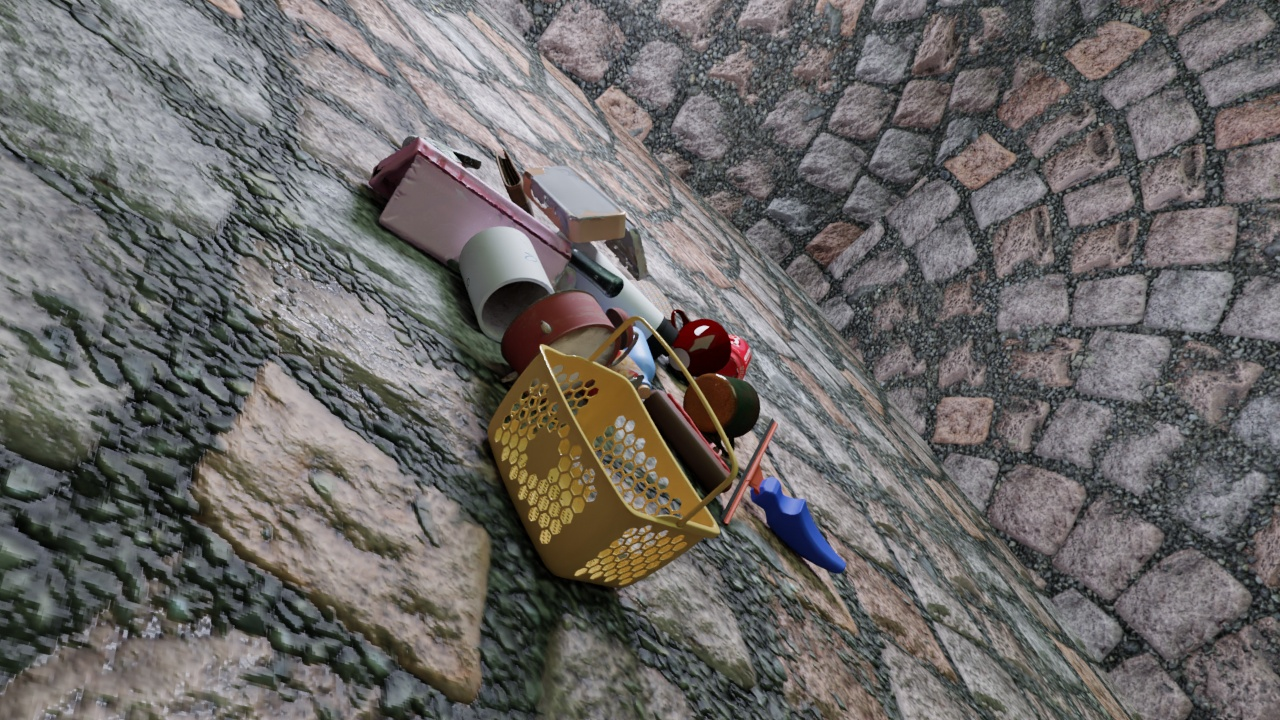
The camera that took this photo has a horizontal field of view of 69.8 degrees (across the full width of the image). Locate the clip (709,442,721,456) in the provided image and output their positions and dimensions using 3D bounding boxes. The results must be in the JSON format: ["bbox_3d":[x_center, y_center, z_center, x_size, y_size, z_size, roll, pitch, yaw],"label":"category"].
[{"bbox_3d":[0.092,0.127,1.166,0.044,0.023,0.060,55,19,14],"label":"clip"}]

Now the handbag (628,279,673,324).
[{"bbox_3d":[-0.030,-0.096,1.411,0.195,0.043,0.093,15,37,-47],"label":"handbag"}]

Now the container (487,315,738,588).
[{"bbox_3d":[-0.020,0.069,0.744,0.129,0.167,0.183,27,25,-49],"label":"container"}]

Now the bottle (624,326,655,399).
[{"bbox_3d":[-0.007,0.007,1.158,0.048,0.048,0.131,38,18,-28],"label":"bottle"}]

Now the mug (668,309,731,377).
[{"bbox_3d":[0.073,-0.024,1.385,0.088,0.087,0.114,-26,88,-55],"label":"mug"}]

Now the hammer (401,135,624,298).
[{"bbox_3d":[-0.151,-0.182,1.170,0.326,0.036,0.140,37,12,14],"label":"hammer"}]

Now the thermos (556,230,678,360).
[{"bbox_3d":[-0.042,-0.091,1.294,0.230,0.068,0.101,43,3,-13],"label":"thermos"}]

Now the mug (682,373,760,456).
[{"bbox_3d":[0.111,0.075,1.255,0.081,0.085,0.111,15,70,-59],"label":"mug"}]

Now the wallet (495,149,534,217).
[{"bbox_3d":[-0.175,-0.236,1.312,0.121,0.027,0.099,-118,-173,-49],"label":"wallet"}]

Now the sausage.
[{"bbox_3d":[0.058,0.098,1.115,0.155,0.040,0.040,51,16,19],"label":"sausage"}]

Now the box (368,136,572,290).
[{"bbox_3d":[-0.190,-0.133,1.021,0.232,0.100,0.106,34,52,-41],"label":"box"}]

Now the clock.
[{"bbox_3d":[-0.068,-0.018,0.925,0.156,0.110,0.062,2,45,-47],"label":"clock"}]

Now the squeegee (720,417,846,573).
[{"bbox_3d":[0.193,0.203,1.174,0.185,0.055,0.248,45,33,-3],"label":"squeegee"}]

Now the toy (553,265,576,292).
[{"bbox_3d":[-0.109,-0.107,1.190,0.112,0.050,0.087,35,18,-15],"label":"toy"}]

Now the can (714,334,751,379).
[{"bbox_3d":[0.140,0.003,1.504,0.074,0.074,0.142,46,15,0],"label":"can"}]

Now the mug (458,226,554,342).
[{"bbox_3d":[-0.135,-0.067,0.975,0.096,0.083,0.120,-118,-175,-45],"label":"mug"}]

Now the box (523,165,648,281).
[{"bbox_3d":[-0.073,-0.178,1.189,0.114,0.096,0.217,-4,28,-23],"label":"box"}]

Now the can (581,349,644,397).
[{"bbox_3d":[-0.057,-0.007,1.026,0.124,0.067,0.066,50,16,13],"label":"can"}]
